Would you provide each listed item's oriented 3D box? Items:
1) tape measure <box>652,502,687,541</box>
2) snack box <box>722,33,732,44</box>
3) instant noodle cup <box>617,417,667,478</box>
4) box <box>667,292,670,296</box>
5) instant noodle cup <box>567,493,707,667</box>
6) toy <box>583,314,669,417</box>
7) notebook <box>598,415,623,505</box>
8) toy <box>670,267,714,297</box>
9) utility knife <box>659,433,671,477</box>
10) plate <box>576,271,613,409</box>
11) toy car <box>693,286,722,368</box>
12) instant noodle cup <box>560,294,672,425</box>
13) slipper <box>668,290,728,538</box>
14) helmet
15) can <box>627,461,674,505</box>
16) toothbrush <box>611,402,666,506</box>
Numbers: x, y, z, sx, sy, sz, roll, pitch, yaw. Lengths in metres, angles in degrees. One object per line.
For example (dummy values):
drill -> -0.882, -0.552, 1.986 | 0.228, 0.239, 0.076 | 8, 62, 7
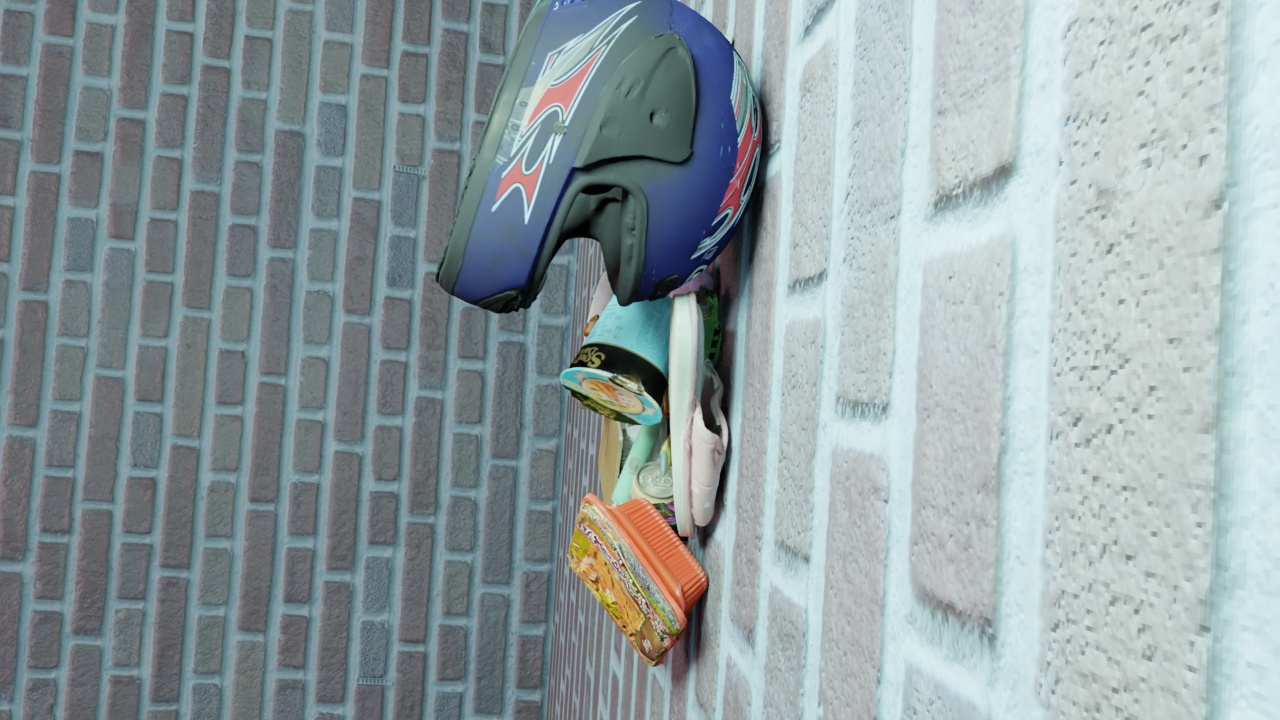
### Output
tape measure -> 0.024, 0.185, 1.039 | 0.058, 0.057, 0.039 | 27, 117, 57
snack box -> 0.058, -0.263, 1.057 | 0.182, 0.045, 0.178 | -150, 64, -80
instant noodle cup -> -0.006, 0.155, 1.258 | 0.174, 0.060, 0.137 | 113, 159, -70
box -> 0.013, -0.093, 1.264 | 0.087, 0.076, 0.162 | 74, -174, -48
instant noodle cup -> -0.001, 0.224, 0.961 | 0.164, 0.079, 0.189 | 51, 152, 20
toy -> -0.006, 0.006, 1.088 | 0.199, 0.140, 0.130 | -101, 34, -74
notebook -> -0.043, 0.129, 1.282 | 0.207, 0.008, 0.148 | -106, 22, -68
toy -> 0.055, -0.070, 1.008 | 0.108, 0.039, 0.083 | 147, 127, -76
utility knife -> 0.036, 0.098, 1.027 | 0.198, 0.021, 0.031 | -21, -67, -77
plate -> -0.048, -0.025, 1.264 | 0.192, 0.039, 0.192 | 13, -93, -86
toy car -> 0.064, -0.030, 0.939 | 0.043, 0.036, 0.091 | -100, 14, -64
instant noodle cup -> -0.008, -0.011, 0.948 | 0.111, 0.111, 0.120 | 113, -179, -66
slipper -> 0.056, 0.058, 0.884 | 0.114, 0.054, 0.275 | -91, -1, -58
helmet -> -0.020, -0.168, 0.827 | 0.247, 0.240, 0.315 | 148, 142, -81
can -> 0.012, 0.181, 1.117 | 0.058, 0.058, 0.116 | -95, 12, -47
toothbrush -> -0.014, 0.151, 1.162 | 0.027, 0.026, 0.224 | 67, -135, -68
